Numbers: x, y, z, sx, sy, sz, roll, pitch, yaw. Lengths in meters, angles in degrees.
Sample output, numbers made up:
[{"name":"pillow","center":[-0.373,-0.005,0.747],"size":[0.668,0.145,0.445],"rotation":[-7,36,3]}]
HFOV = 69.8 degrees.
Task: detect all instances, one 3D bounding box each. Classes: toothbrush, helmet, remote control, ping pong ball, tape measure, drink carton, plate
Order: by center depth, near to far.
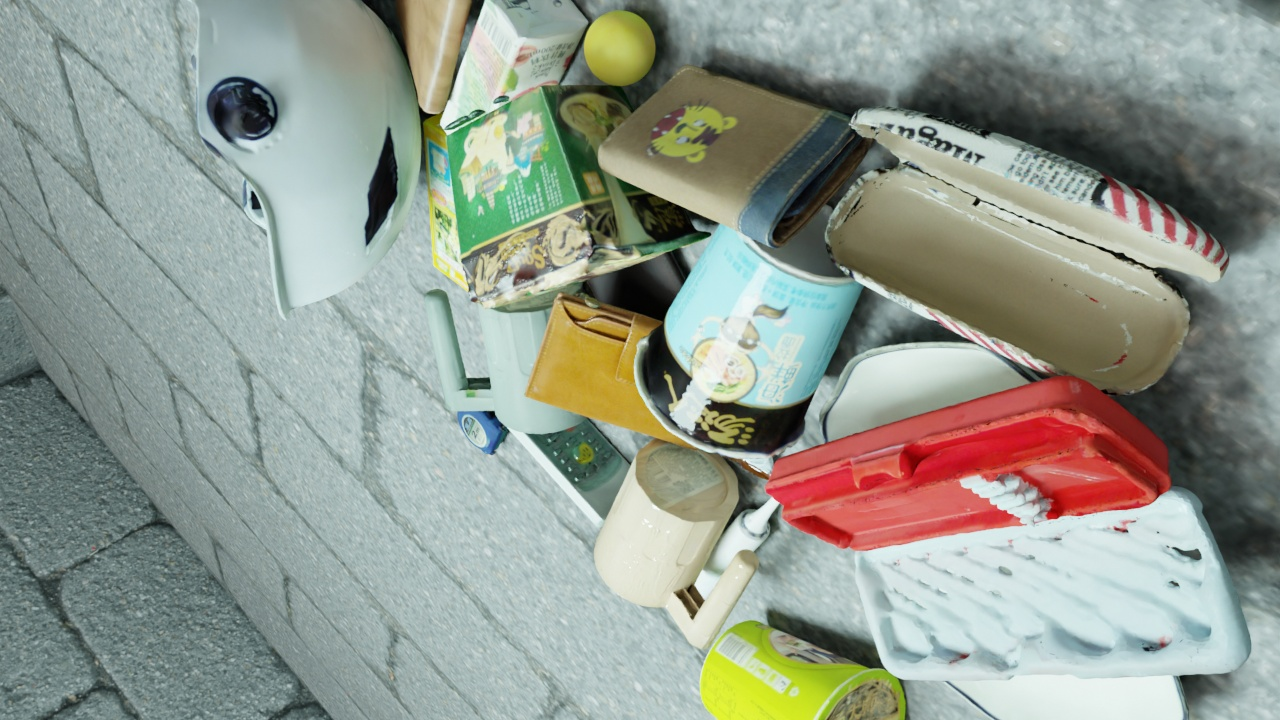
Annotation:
[{"name":"plate","center":[0.199,0.100,0.505],"size":[0.162,0.034,0.266],"rotation":[-8,112,52]},{"name":"ping pong ball","center":[-0.012,-0.175,0.514],"size":[0.040,0.040,0.040],"rotation":[30,138,31]},{"name":"drink carton","center":[-0.085,-0.181,0.583],"size":[0.045,0.053,0.123],"rotation":[55,145,7]},{"name":"helmet","center":[-0.234,-0.172,0.666],"size":[0.229,0.145,0.258],"rotation":[153,98,-73]},{"name":"toothbrush","center":[0.074,0.134,0.683],"size":[0.222,0.026,0.026],"rotation":[117,149,-51]},{"name":"remote control","center":[-0.056,0.073,0.757],"size":[0.135,0.056,0.019],"rotation":[46,143,12]},{"name":"tape measure","center":[-0.150,0.059,0.878],"size":[0.054,0.025,0.058],"rotation":[48,140,12]}]

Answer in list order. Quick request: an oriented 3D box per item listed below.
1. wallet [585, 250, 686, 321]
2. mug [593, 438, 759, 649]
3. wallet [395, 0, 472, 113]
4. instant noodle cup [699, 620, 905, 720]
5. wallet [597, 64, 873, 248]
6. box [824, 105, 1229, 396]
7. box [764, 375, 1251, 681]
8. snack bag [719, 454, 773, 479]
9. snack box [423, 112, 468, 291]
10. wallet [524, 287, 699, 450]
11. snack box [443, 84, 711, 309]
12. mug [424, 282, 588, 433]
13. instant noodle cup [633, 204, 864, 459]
[{"name":"wallet","center":[-0.015,-0.071,0.622],"size":[0.097,0.020,0.122],"rotation":[-10,111,55]},{"name":"mug","center":[0.029,0.132,0.666],"size":[0.124,0.084,0.104],"rotation":[52,139,31]},{"name":"wallet","center":[-0.134,-0.233,0.582],"size":[0.101,0.020,0.115],"rotation":[-58,44,46]},{"name":"instant noodle cup","center":[0.111,0.254,0.679],"size":[0.123,0.111,0.112],"rotation":[18,132,51]},{"name":"wallet","center":[0.047,-0.108,0.464],"size":[0.115,0.090,0.033],"rotation":[30,157,33]},{"name":"box","center":[0.154,-0.055,0.392],"size":[0.162,0.075,0.086],"rotation":[34,170,30]},{"name":"box","center":[0.167,0.087,0.452],"size":[0.157,0.069,0.202],"rotation":[54,144,-5]},{"name":"snack bag","center":[0.074,0.042,0.602],"size":[0.045,0.026,0.105],"rotation":[26,146,20]},{"name":"snack box","center":[-0.125,-0.111,0.705],"size":[0.087,0.033,0.141],"rotation":[35,139,25]},{"name":"wallet","center":[-0.004,0.004,0.614],"size":[0.130,0.035,0.119],"rotation":[18,140,-5]},{"name":"snack box","center":[-0.044,-0.099,0.537],"size":[0.118,0.117,0.105],"rotation":[-13,96,36]},{"name":"mug","center":[-0.096,-0.009,0.691],"size":[0.124,0.083,0.103],"rotation":[-1,123,5]},{"name":"instant noodle cup","center":[0.064,-0.025,0.503],"size":[0.111,0.111,0.121],"rotation":[40,135,19]}]
